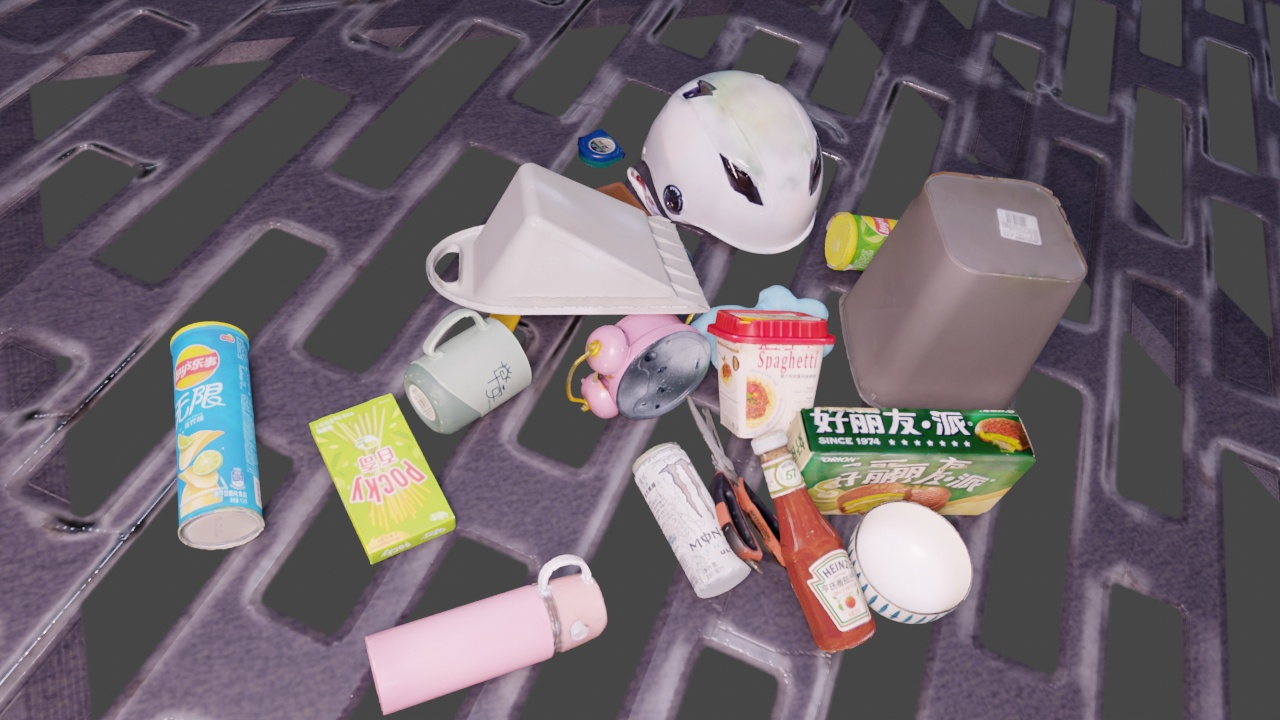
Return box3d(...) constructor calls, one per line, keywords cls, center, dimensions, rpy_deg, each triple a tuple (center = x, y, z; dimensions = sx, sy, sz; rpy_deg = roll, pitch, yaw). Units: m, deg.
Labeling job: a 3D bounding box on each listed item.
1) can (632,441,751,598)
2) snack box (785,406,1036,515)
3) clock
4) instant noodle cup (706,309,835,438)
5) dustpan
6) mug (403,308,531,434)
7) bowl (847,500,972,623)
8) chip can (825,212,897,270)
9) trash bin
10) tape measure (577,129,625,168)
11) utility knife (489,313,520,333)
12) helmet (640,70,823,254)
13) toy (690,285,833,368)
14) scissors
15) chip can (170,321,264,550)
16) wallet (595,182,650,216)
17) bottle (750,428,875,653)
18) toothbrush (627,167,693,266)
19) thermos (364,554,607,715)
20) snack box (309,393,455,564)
box3d(cls="can", center=(0.048, 0.153, 0.886), dimensions=(0.058, 0.058, 0.146), rpy_deg=(-17, 58, -23))
box3d(cls="snack box", center=(0.261, 0.104, 0.933), dimensions=(0.240, 0.115, 0.063), rpy_deg=(2, 52, -11))
box3d(cls="clock", center=(-0.006, 0.006, 0.954), dimensions=(0.158, 0.117, 0.060), rpy_deg=(-19, 49, -27))
box3d(cls="instant noodle cup", center=(0.132, 0.013, 0.958), dimensions=(0.116, 0.124, 0.116), rpy_deg=(0, 9, -12))
box3d(cls="dustpan", center=(-0.088, -0.105, 1.005), dimensions=(0.257, 0.143, 0.222), rpy_deg=(24, 26, -23))
box3d(cls="mug", center=(-0.179, 0.006, 0.918), dimensions=(0.106, 0.112, 0.082), rpy_deg=(-33, 39, -29))
box3d(cls="bowl", center=(0.252, 0.202, 0.887), dimensions=(0.116, 0.066, 0.116), rpy_deg=(5, 53, -7))
box3d(cls="chip can", center=(0.346, -0.140, 1.155), dimensions=(0.221, 0.073, 0.072), rpy_deg=(4, 52, -14))
box3d(cls="trash bin", center=(0.358, -0.073, 1.024), dimensions=(0.198, 0.220, 0.198), rpy_deg=(5, 51, -9))
box3d(cls="tape measure", center=(-0.056, -0.278, 1.215), dimensions=(0.054, 0.025, 0.058), rpy_deg=(-29, 60, -27))
box3d(cls="utility knife", center=(-0.133, -0.099, 1.059), dimensions=(0.033, 0.015, 0.217), rpy_deg=(16, 57, 5))
box3d(cls="helmet", center=(0.133, -0.275, 1.176), dimensions=(0.228, 0.146, 0.258), rpy_deg=(-16, 58, -22))
box3d(cls="toy", center=(0.140, -0.029, 1.050), dimensions=(0.161, 0.050, 0.155), rpy_deg=(25, 57, 1))
box3d(cls="scissors", center=(0.096, 0.125, 0.918), dimensions=(0.213, 0.015, 0.197), rpy_deg=(47, 22, 0))
box3d(cls="chip can", center=(-0.395, 0.066, 0.852), dimensions=(0.071, 0.071, 0.210), rpy_deg=(-8, 56, -18))
box3d(cls="wallet", center=(-0.051, -0.170, 1.132), dimensions=(0.124, 0.032, 0.101), rpy_deg=(-21, 57, -26))
box3d(cls="bottle", center=(0.156, 0.165, 0.855), dimensions=(0.059, 0.060, 0.206), rpy_deg=(-18, 82, -24))
box3d(cls="toothbrush", center=(0.024, -0.183, 1.164), dimensions=(0.016, 0.017, 0.187), rpy_deg=(-14, 58, -22))
box3d(cls="thermos", center=(-0.129, 0.227, 0.777), dimensions=(0.198, 0.087, 0.067), rpy_deg=(-14, 24, -19))
box3d(cls="snack box", center=(-0.247, 0.110, 0.878), dimensions=(0.085, 0.026, 0.156), rpy_deg=(-21, 60, -24))
